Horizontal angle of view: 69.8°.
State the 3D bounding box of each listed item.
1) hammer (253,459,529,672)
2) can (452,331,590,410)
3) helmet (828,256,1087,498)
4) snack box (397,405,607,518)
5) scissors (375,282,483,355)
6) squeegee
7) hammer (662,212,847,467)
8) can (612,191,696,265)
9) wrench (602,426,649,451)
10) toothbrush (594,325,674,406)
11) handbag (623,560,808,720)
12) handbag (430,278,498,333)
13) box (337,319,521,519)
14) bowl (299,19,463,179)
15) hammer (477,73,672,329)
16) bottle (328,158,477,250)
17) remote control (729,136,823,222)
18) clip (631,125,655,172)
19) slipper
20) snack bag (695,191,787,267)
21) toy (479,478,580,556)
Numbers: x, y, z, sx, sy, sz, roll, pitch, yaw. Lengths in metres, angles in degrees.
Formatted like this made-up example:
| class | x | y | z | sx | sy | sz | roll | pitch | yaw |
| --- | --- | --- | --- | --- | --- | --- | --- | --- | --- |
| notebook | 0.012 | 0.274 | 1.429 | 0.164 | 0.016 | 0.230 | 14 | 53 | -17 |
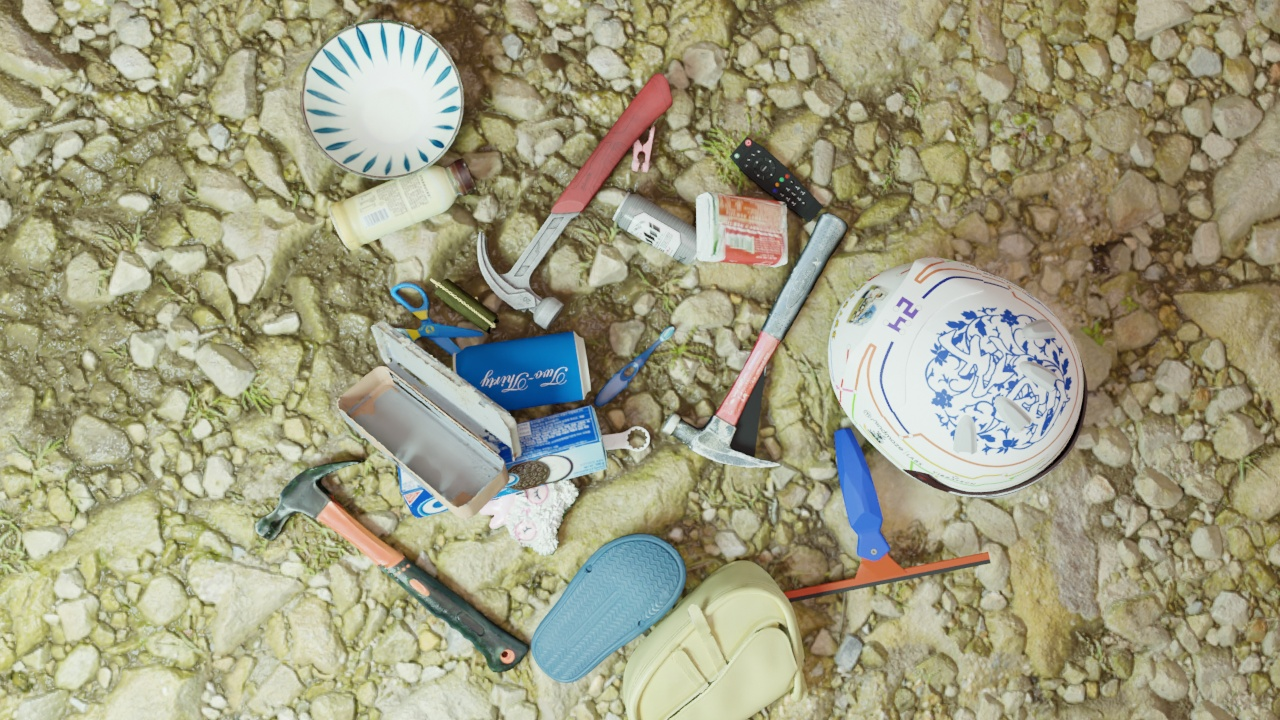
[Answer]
| class | x | y | z | sx | sy | sz | roll | pitch | yaw |
| --- | --- | --- | --- | --- | --- | --- | --- | --- | --- |
| hammer | -0.267 | 0.243 | 1.048 | 0.333 | 0.033 | 0.133 | 40 | 85 | -3 |
| can | -0.133 | 0.015 | 1.037 | 0.146 | 0.079 | 0.079 | -8 | 89 | -5 |
| helmet | 0.355 | 0.026 | 0.995 | 0.314 | 0.236 | 0.231 | 35 | 88 | -3 |
| snack box | -0.152 | 0.113 | 1.025 | 0.226 | 0.059 | 0.059 | -14 | 51 | -5 |
| scissors | -0.249 | -0.028 | 1.063 | 0.132 | 0.019 | 0.105 | 41 | 90 | -2 |
| squeegee | 0.259 | 0.170 | 1.074 | 0.249 | 0.055 | 0.184 | -14 | 77 | 9 |
| hammer | 0.162 | -0.023 | 1.085 | 0.140 | 0.036 | 0.326 | 29 | 86 | -1 |
| can | 0.023 | -0.154 | 1.072 | 0.106 | 0.044 | 0.044 | 30 | 86 | -3 |
| wrench | -0.125 | 0.105 | 1.070 | 0.273 | 0.009 | 0.047 | -6 | 89 | -4 |
| toothbrush | -0.006 | 0.006 | 1.079 | 0.021 | 0.016 | 0.132 | 45 | 85 | 0 |
| handbag | 0.082 | 0.354 | 1.041 | 0.232 | 0.088 | 0.191 | -32 | 97 | -3 |
| handbag | -0.190 | -0.064 | 0.985 | 0.084 | 0.178 | 0.027 | 37 | 86 | -3 |
| box | -0.232 | 0.062 | 0.977 | 0.216 | 0.096 | 0.104 | 33 | 69 | 25 |
| bowl | -0.286 | -0.285 | 1.039 | 0.177 | 0.071 | 0.177 | 0 | 88 | -5 |
| hammer | -0.068 | -0.199 | 1.060 | 0.126 | 0.036 | 0.315 | 36 | 91 | 1 |
| bottle | -0.268 | -0.181 | 1.044 | 0.162 | 0.056 | 0.056 | -24 | 90 | -5 |
| remote control | 0.164 | -0.215 | 1.100 | 0.124 | 0.010 | 0.039 | 40 | 86 | -2 |
| clip | -0.003 | -0.252 | 1.084 | 0.037 | 0.022 | 0.058 | 4 | 90 | -8 |
| slipper | -0.040 | 0.279 | 1.050 | 0.214 | 0.059 | 0.104 | -44 | 84 | 10 |
| snack bag | 0.118 | -0.150 | 1.061 | 0.115 | 0.036 | 0.077 | 1 | 87 | -31 |
| toy | -0.133 | 0.169 | 1.053 | 0.109 | 0.041 | 0.095 | 20 | 87 | -2 |
